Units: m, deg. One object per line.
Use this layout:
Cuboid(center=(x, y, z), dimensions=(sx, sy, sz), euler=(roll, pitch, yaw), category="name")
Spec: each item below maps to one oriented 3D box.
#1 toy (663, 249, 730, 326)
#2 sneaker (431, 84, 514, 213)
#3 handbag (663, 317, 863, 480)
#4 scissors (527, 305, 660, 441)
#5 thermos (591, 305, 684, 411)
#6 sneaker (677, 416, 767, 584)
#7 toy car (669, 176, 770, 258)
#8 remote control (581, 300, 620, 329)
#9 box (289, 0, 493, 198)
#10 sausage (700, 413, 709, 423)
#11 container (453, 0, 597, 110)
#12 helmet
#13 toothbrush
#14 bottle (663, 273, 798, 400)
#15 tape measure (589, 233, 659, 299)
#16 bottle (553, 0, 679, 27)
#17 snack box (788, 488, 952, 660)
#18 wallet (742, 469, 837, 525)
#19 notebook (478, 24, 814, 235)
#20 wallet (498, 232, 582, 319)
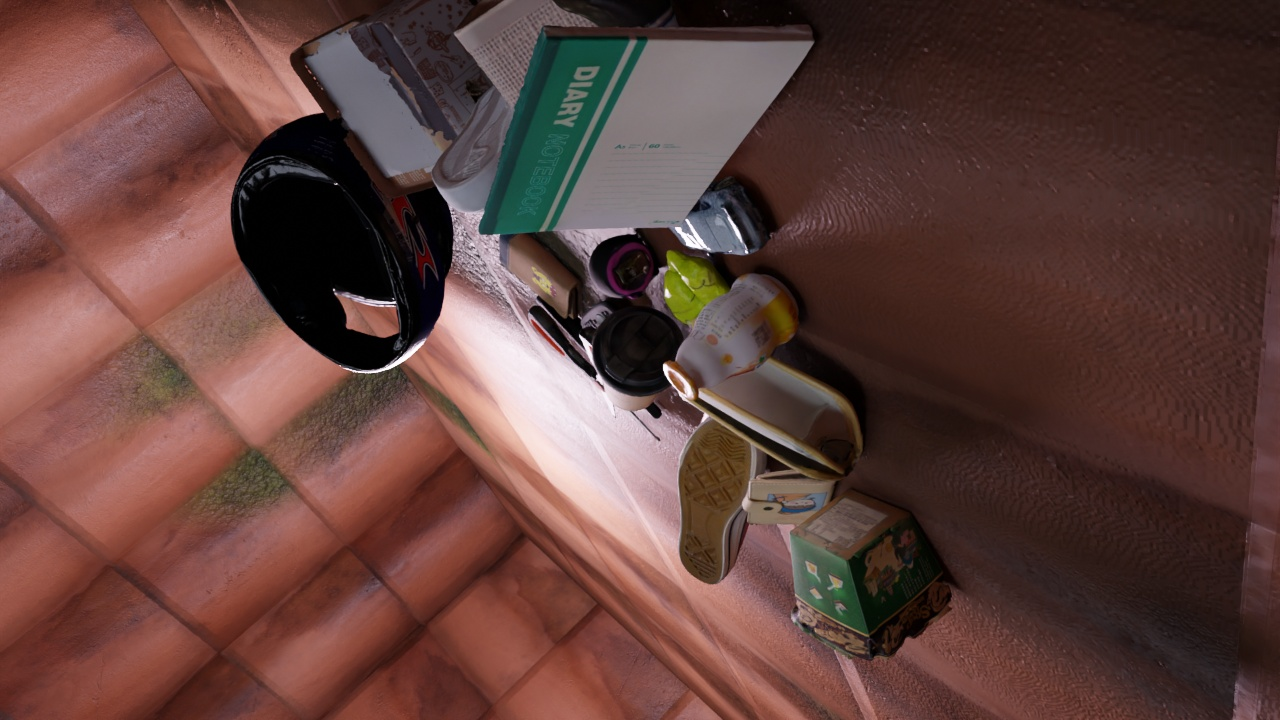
Cuboid(center=(0.049, -0.056, 0.783), dimensions=(0.096, 0.031, 0.100), euler=(47, 161, -16), category="toy")
Cuboid(center=(-0.091, -0.151, 0.703), dimensions=(0.091, 0.090, 0.241), euler=(49, -161, -24), category="sneaker")
Cuboid(center=(0.111, 0.052, 0.797), dimensions=(0.163, 0.063, 0.179), euler=(31, 170, 32), category="handbag")
Cuboid(center=(-0.054, 0.010, 1.111), dimensions=(0.234, 0.021, 0.221), euler=(43, 164, 7), category="scissors")
Cuboid(center=(-0.006, 0.006, 0.945), dimensions=(0.093, 0.093, 0.143), euler=(46, 164, 10), category="thermos")
Cuboid(center=(0.097, 0.138, 0.992), dimensions=(0.118, 0.087, 0.242), euler=(26, 132, 25), category="sneaker")
Cuboid(center=(0.049, -0.105, 0.680), dimensions=(0.054, 0.036, 0.121), euler=(57, 164, -25), category="toy car")
Cuboid(center=(-0.035, -0.041, 1.026), dimensions=(0.053, 0.024, 0.137), euler=(50, 163, -5), category="remote control")
Cuboid(center=(-0.219, -0.251, 0.886), dimensions=(0.260, 0.110, 0.179), euler=(21, 147, 56), category="box")
Cuboid(center=(0.077, 0.066, 0.995), dimensions=(0.020, 0.020, 0.156), euler=(44, 162, 14), category="sausage")
Cuboid(center=(-0.048, -0.196, 0.596), dimensions=(0.111, 0.090, 0.090), euler=(55, -163, -27), category="container")
Cuboid(center=(-0.355, -0.161, 1.177), dimensions=(0.315, 0.248, 0.239), euler=(60, -157, -12), category="helmet")
Cuboid(center=(-0.048, -0.008, 1.131), dimensions=(0.212, 0.026, 0.027), euler=(46, -163, 4), category="toothbrush")
Cuboid(center=(0.067, -0.017, 0.695), dimensions=(0.063, 0.108, 0.063), euler=(45, 163, 18), category="bottle")
Cuboid(center=(-0.015, -0.085, 0.836), dimensions=(0.039, 0.057, 0.057), euler=(16, 140, 59), category="tape measure")
Cuboid(center=(-0.017, -0.223, 0.515), dimensions=(0.044, 0.079, 0.195), euler=(23, 152, 53), category="bottle")
Cuboid(center=(0.198, 0.184, 0.826), dimensions=(0.118, 0.118, 0.106), euler=(17, 131, 59), category="snack box")
Cuboid(center=(0.143, 0.133, 0.892), dimensions=(0.115, 0.087, 0.024), euler=(82, -178, -62), category="wallet")
Cuboid(center=(-0.009, -0.129, 0.550), dimensions=(0.210, 0.150, 0.012), euler=(132, 128, -63), category="notebook")
Cuboid(center=(-0.117, -0.104, 1.083), dimensions=(0.115, 0.033, 0.090), euler=(41, 160, 12), category="wallet")
